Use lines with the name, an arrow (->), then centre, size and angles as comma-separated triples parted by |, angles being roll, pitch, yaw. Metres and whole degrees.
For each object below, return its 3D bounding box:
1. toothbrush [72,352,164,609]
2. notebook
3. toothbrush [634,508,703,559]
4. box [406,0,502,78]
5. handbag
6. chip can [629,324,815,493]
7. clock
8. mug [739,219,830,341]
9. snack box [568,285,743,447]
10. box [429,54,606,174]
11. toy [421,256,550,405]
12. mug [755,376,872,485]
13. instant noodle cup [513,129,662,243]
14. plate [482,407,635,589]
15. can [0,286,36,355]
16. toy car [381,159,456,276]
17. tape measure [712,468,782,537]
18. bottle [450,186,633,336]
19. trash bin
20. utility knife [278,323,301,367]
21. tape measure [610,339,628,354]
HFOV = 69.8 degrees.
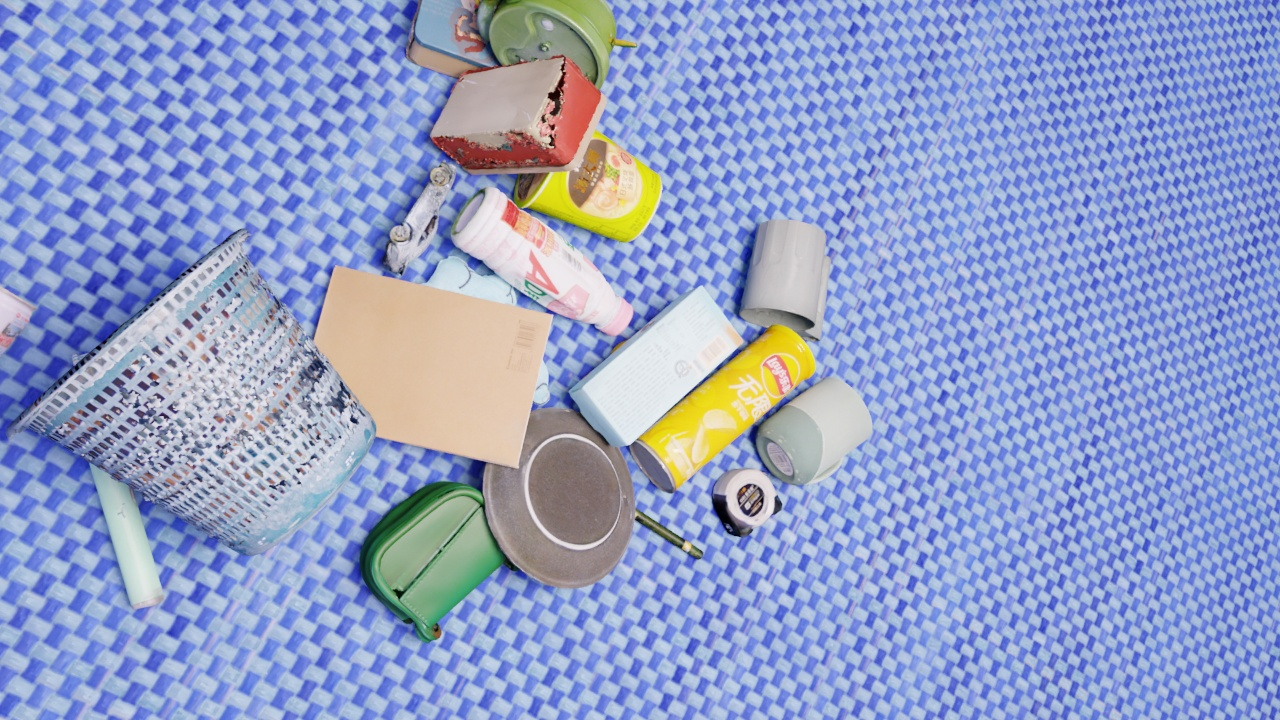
toothbrush -> -0.449, 0.102, 0.782 | 0.027, 0.026, 0.224 | -16, 90, -27
notebook -> -0.200, 0.005, 0.854 | 0.211, 0.012, 0.149 | 13, 79, -3
toothbrush -> -0.010, 0.161, 0.955 | 0.186, 0.012, 0.017 | 35, 79, -15
box -> -0.138, -0.320, 0.927 | 0.184, 0.061, 0.089 | 12, 81, -18
handbag -> -0.188, 0.185, 0.859 | 0.131, 0.068, 0.120 | -39, 107, -21
chip can -> 0.089, 0.048, 0.972 | 0.213, 0.072, 0.072 | -37, 98, -20
clock -> -0.092, -0.312, 0.853 | 0.161, 0.116, 0.056 | 32, 63, -20
mug -> 0.171, -0.087, 1.022 | 0.123, 0.084, 0.103 | 22, 74, -46
snack box -> 0.017, 0.005, 0.927 | 0.174, 0.052, 0.074 | -41, 99, -20
box -> -0.124, -0.229, 0.857 | 0.077, 0.169, 0.091 | 36, 71, -44
toy -> -0.155, -0.015, 0.896 | 0.161, 0.050, 0.156 | 20, 71, -19
mug -> 0.190, 0.090, 1.010 | 0.106, 0.082, 0.112 | -33, 128, -21
instant noodle cup -> -0.048, -0.180, 0.929 | 0.123, 0.112, 0.111 | 23, 77, -26
plate -> -0.069, 0.129, 0.890 | 0.179, 0.024, 0.179 | 18, 61, -35
can -> -0.553, -0.003, 0.737 | 0.053, 0.053, 0.134 | 35, 74, -15
toy car -> -0.210, -0.137, 0.884 | 0.037, 0.054, 0.120 | 29, 74, -13
tape measure -> 0.113, 0.149, 0.993 | 0.065, 0.034, 0.066 | -30, 98, -23
bottle -> -0.092, -0.091, 0.913 | 0.197, 0.068, 0.068 | 35, 73, -28
trash bin -> -0.332, 0.041, 0.733 | 0.226, 0.227, 0.195 | -48, 111, -19
utility knife -> -0.336, 0.063, 0.835 | 0.033, 0.015, 0.214 | 10, 81, -23
tape measure -> -0.006, 0.006, 0.963 | 0.060, 0.029, 0.057 | -38, 100, -20
